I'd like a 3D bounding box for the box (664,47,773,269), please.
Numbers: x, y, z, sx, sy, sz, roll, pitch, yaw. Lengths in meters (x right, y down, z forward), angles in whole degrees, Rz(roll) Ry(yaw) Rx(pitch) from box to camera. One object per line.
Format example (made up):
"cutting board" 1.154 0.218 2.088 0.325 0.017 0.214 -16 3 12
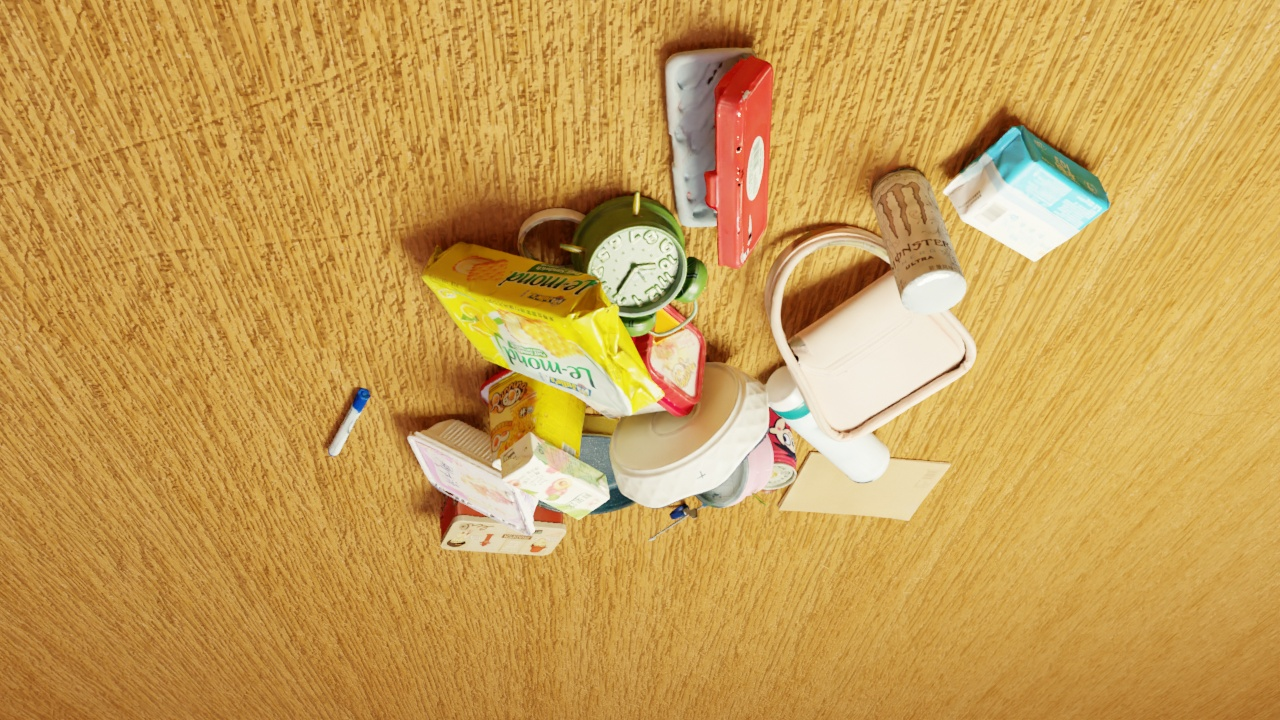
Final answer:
"box" 0.066 -0.187 0.838 0.098 0.095 0.202 21 147 21

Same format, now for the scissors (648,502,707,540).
"scissors" 0.075 0.210 1.293 0.173 0.012 0.163 -29 178 -24

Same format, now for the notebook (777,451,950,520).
"notebook" 0.324 0.185 1.340 0.211 0.012 0.150 5 139 -10

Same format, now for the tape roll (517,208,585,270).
"tape roll" -0.083 -0.121 0.943 0.086 0.013 0.086 -1 141 -1

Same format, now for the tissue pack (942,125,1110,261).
"tissue pack" 0.370 -0.161 0.879 0.140 0.063 0.090 22 137 -25

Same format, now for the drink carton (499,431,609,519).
"drink carton" -0.095 0.129 1.026 0.054 0.045 0.122 -38 131 22

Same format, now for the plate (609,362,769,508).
"plate" 0.049 0.076 1.052 0.205 0.204 0.045 -24 121 24

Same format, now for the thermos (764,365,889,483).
"thermos" 0.238 0.080 1.164 0.073 0.073 0.224 -27 134 27

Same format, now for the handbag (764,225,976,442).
"handbag" 0.229 -0.042 0.990 0.193 0.093 0.234 -36 119 11

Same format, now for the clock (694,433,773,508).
"clock" 0.106 0.099 1.124 0.059 0.158 0.117 -7 -179 -40

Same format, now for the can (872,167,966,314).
"can" 0.260 -0.114 0.865 0.058 0.146 0.058 -2 141 -1

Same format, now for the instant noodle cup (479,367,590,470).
"instant noodle cup" -0.124 0.075 1.093 0.116 0.123 0.116 -28 135 27

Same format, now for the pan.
"pan" 0.005 0.151 1.230 0.357 0.078 0.198 -5 141 3

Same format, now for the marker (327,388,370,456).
"marker" -0.374 0.082 1.173 0.017 0.016 0.146 18 136 -24

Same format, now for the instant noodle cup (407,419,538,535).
"instant noodle cup" -0.202 0.141 1.175 0.173 0.060 0.138 23 148 23

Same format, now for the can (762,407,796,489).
"can" 0.163 0.111 1.176 0.066 0.093 0.067 -2 141 -1

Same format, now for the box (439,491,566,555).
"box" -0.200 0.225 1.323 0.168 0.077 0.092 10 139 -24

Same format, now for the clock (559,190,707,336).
"clock" 0.000 -0.088 0.922 0.116 0.056 0.161 -33 124 10

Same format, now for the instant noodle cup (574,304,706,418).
"instant noodle cup" -0.006 0.006 1.035 0.124 0.116 0.116 -19 139 36

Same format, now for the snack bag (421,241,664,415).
"snack bag" -0.099 -0.039 0.925 0.247 0.068 0.158 19 154 34
